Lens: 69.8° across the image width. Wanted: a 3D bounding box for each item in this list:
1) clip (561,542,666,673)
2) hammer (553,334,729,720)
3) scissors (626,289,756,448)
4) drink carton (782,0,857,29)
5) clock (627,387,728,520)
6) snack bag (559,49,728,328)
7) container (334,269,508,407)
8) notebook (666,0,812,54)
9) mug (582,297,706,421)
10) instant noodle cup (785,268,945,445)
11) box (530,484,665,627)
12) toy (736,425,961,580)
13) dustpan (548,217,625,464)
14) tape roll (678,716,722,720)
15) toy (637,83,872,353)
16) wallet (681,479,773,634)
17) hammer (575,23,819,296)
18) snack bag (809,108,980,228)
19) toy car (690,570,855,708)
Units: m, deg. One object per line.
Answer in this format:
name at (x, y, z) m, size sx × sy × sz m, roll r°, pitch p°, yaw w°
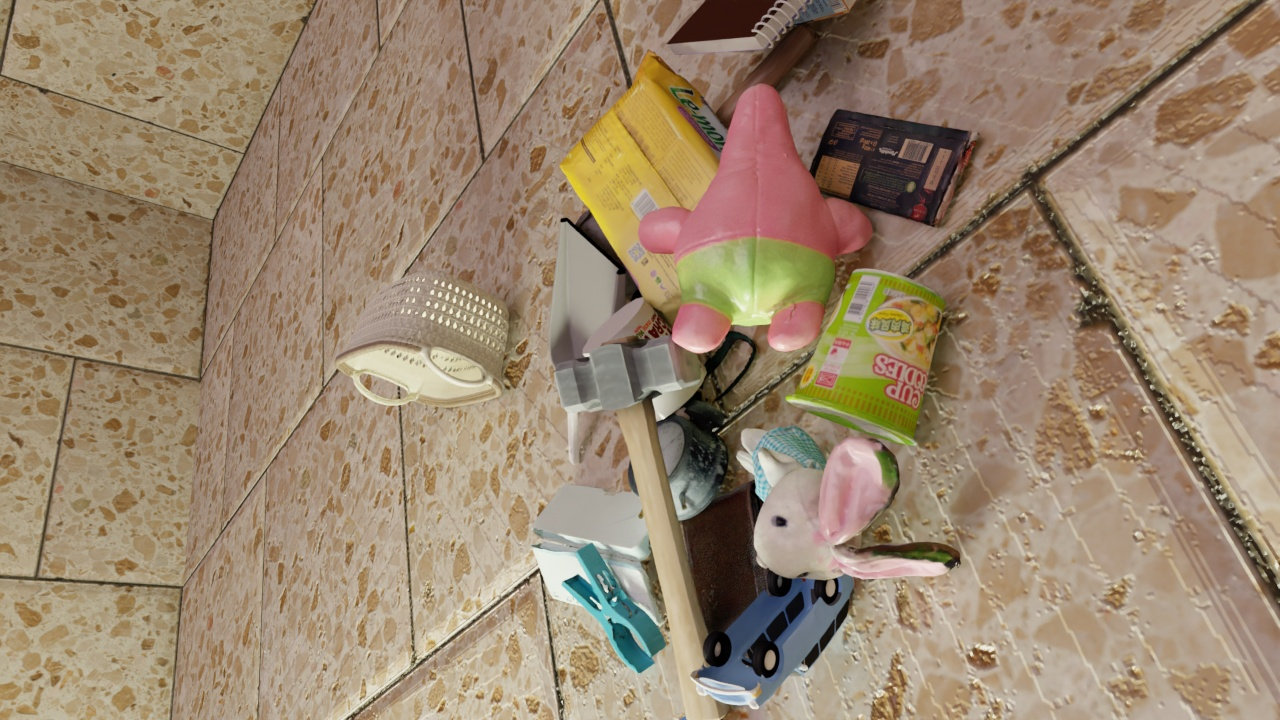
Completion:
clip at (-0.021, 0.225, 0.855) m, size 0.126 × 0.028 × 0.114 m, roll 53°, pitch 142°, yaw 17°
hammer at (0.019, 0.139, 0.765) m, size 0.117 × 0.051 × 0.323 m, roll -14°, pitch 90°, yaw 29°
scissors at (0.029, 0.001, 0.916) m, size 0.202 × 0.015 × 0.204 m, roll -47°, pitch 51°, yaw 34°
drink carton at (0.147, -0.341, 0.840) m, size 0.130 × 0.040 × 0.064 m, roll 11°, pitch 60°, yaw 55°
clock at (0.036, 0.084, 0.837) m, size 0.090 × 0.052 × 0.129 m, roll -22°, pitch 44°, yaw 45°
snack bag at (0.023, -0.158, 0.870) m, size 0.160 × 0.068 × 0.247 m, roll -44°, pitch 65°, yaw 27°
container at (-0.285, -0.021, 1.229) m, size 0.247 × 0.184 × 0.142 m, roll -12°, pitch 58°, yaw 50°
notebook at (0.133, -0.354, 0.812) m, size 0.209 × 0.022 × 0.172 m, roll -49°, pitch 29°, yaw -5°
mug at (-0.005, 0.005, 0.853) m, size 0.105 × 0.089 × 0.073 m, roll -27°, pitch 21°, yaw 47°
instant noodle cup at (0.171, -0.004, 0.669) m, size 0.099 × 0.098 × 0.108 m, roll 16°, pitch 84°, yaw 55°
box at (-0.037, 0.192, 0.929) m, size 0.198 × 0.075 × 0.125 m, roll -4°, pitch 94°, yaw 54°
toy at (0.114, 0.102, 0.675) m, size 0.105 × 0.131 × 0.205 m, roll -39°, pitch 25°, yaw -10°
dustpan at (-0.062, -0.003, 0.975) m, size 0.163 × 0.033 × 0.258 m, roll -133°, pitch 38°, yaw -54°
tape roll at (0.053, 0.346, 0.767) m, size 0.093 × 0.016 × 0.091 m, roll -1°, pitch 77°, yaw 54°
toy at (0.092, -0.115, 0.744) m, size 0.097 × 0.192 × 0.236 m, roll 69°, pitch -155°, yaw -72°
wallet at (0.077, 0.173, 0.786) m, size 0.100 × 0.031 × 0.119 m, roll -38°, pitch 51°, yaw 46°
hammer at (0.053, -0.204, 0.921) m, size 0.329 × 0.052 × 0.098 m, roll -47°, pitch 63°, yaw 25°
snack bag at (0.197, -0.160, 0.743) m, size 0.155 × 0.018 × 0.075 m, roll 35°, pitch 108°, yaw 53°
toy car at (0.100, 0.197, 0.661) m, size 0.056 × 0.153 × 0.055 m, roll -4°, pitch 111°, yaw 44°
